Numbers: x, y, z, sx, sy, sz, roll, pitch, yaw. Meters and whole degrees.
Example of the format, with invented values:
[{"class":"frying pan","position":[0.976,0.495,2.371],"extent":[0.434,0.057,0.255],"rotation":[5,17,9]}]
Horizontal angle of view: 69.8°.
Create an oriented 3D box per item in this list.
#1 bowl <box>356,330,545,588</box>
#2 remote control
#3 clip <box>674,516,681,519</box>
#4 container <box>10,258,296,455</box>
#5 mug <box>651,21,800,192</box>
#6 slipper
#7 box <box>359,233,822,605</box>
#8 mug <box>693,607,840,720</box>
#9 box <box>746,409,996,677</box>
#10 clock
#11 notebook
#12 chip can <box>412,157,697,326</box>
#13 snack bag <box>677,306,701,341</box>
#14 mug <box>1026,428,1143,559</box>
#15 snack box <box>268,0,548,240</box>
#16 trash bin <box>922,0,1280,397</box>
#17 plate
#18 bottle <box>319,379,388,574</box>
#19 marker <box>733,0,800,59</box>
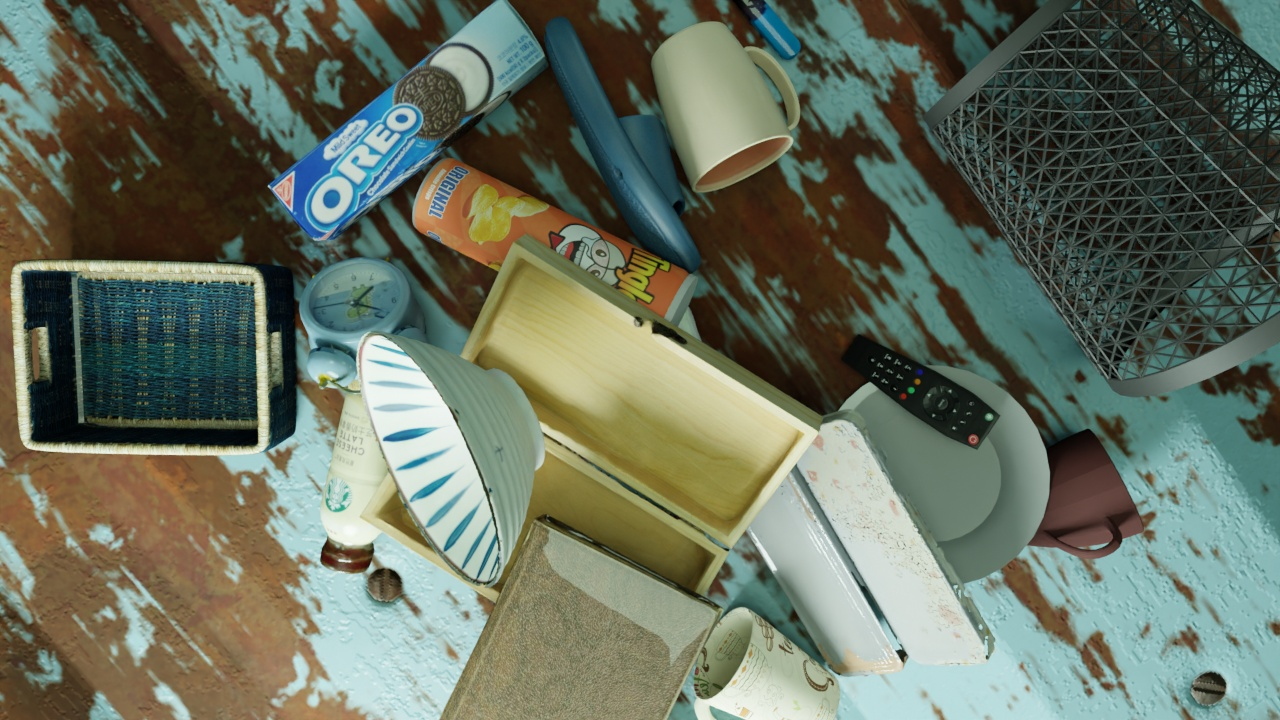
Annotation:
[{"class":"bowl","position":[-0.111,0.052,0.596],"extent":[0.070,0.178,0.177],"rotation":[-26,97,-31]},{"class":"remote control","position":[0.219,0.023,0.726],"extent":[0.125,0.010,0.039],"rotation":[34,94,19]},{"class":"clip","position":[0.019,0.142,0.756],"extent":[0.058,0.022,0.035],"rotation":[-17,100,3]},{"class":"container","position":[-0.370,-0.005,0.711],"extent":[0.187,0.071,0.145],"rotation":[1,96,-1]},{"class":"mug","position":[0.068,-0.196,0.693],"extent":[0.111,0.085,0.104],"rotation":[-22,85,-26]},{"class":"slipper","position":[-0.007,-0.162,0.682],"extent":[0.059,0.104,0.213],"rotation":[-29,92,0]},{"class":"box","position":[-0.039,0.079,0.676],"extent":[0.247,0.096,0.261],"rotation":[32,106,1]},{"class":"mug","position":[0.094,0.274,0.753],"extent":[0.097,0.081,0.122],"rotation":[33,116,-11]},{"class":"box","position":[0.162,0.144,0.708],"extent":[0.149,0.042,0.216],"rotation":[-26,98,39]},{"class":"clock","position":[-0.208,-0.023,0.690],"extent":[0.088,0.052,0.124],"rotation":[-14,56,-11]},{"class":"notebook","position":[-0.072,0.224,0.642],"extent":[0.190,0.034,0.215],"rotation":[26,96,3]},{"class":"chip can","position":[-0.065,-0.081,0.690],"extent":[0.210,0.062,0.062],"rotation":[27,96,7]},{"class":"snack bag","position":[-0.004,0.004,0.732],"extent":[0.116,0.036,0.077],"rotation":[-21,96,2]},{"class":"mug","position":[0.331,0.117,0.714],"extent":[0.088,0.113,0.087],"rotation":[-26,113,16]},{"class":"snack box","position":[-0.173,-0.181,0.700],"extent":[0.226,0.059,0.059],"rotation":[-37,99,4]},{"class":"trash bin","position":[0.343,-0.137,0.640],"extent":[0.217,0.217,0.243],"rotation":[-42,88,4]},{"class":"plate","position":[0.231,0.091,0.731],"extent":[0.173,0.019,0.172],"rotation":[-2,82,18]},{"class":"bottle","position":[-0.219,0.087,0.730],"extent":[0.056,0.056,0.162],"rotation":[14,96,-2]},{"class":"marker","position":[0.080,-0.282,0.711],"extent":[0.018,0.015,0.123],"rotation":[-41,92,1]}]
